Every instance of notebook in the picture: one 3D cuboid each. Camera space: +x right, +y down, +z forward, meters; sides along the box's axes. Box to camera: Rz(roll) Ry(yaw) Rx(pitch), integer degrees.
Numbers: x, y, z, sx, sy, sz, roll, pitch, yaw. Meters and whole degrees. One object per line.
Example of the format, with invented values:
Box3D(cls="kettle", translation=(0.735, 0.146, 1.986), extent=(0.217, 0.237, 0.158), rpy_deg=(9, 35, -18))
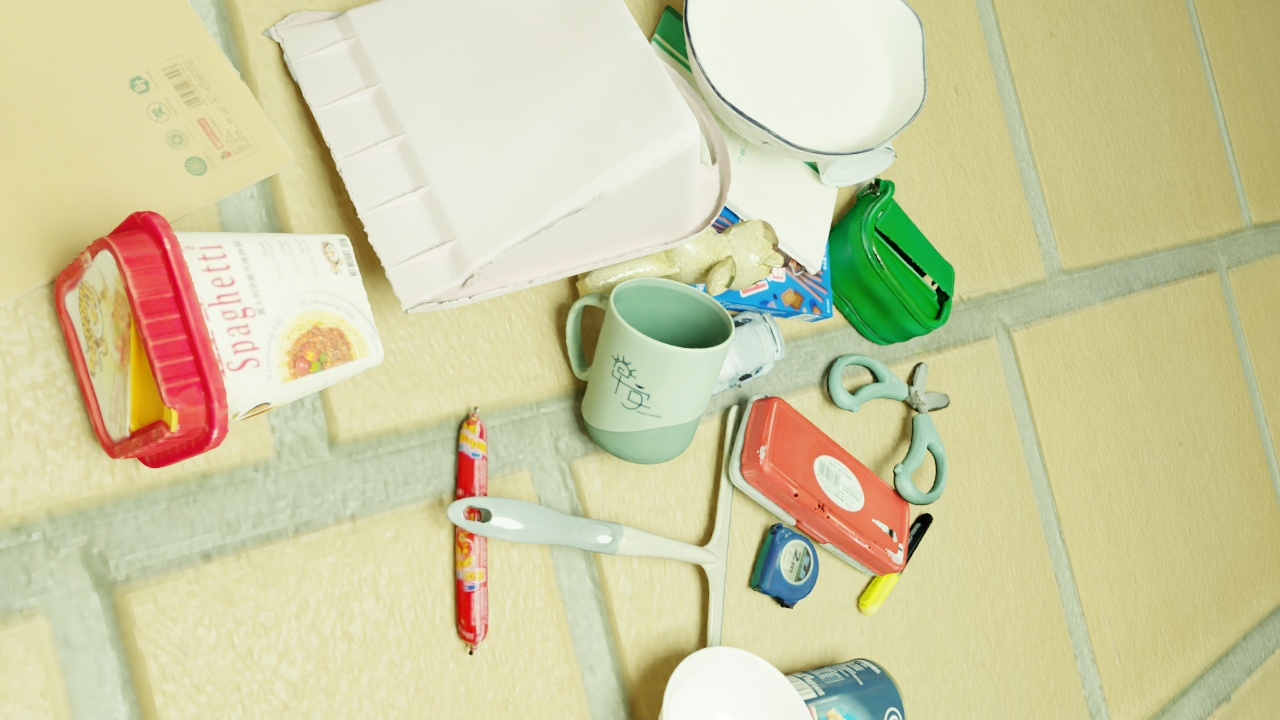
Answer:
Box3D(cls="notebook", translation=(-0.313, -0.127, 0.489), extent=(0.207, 0.008, 0.148), rpy_deg=(-40, 104, -34))
Box3D(cls="notebook", translation=(0.084, -0.184, 0.757), extent=(0.209, 0.012, 0.150), rpy_deg=(33, 54, -21))

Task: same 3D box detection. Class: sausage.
Box3D(cls="sausage", translation=(-0.107, 0.106, 0.582), extent=(0.020, 0.020, 0.155), rpy_deg=(5, 78, -35))

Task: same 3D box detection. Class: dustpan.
Box3D(cls="dustpan", translation=(-0.067, -0.145, 0.617), extent=(0.273, 0.139, 0.222), rpy_deg=(-23, 74, -7))

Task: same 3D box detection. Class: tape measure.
Box3D(cls="tape measure", translation=(0.114, 0.163, 0.723), extent=(0.054, 0.025, 0.058), rpy_deg=(33, 67, -28))

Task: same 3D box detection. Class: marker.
Box3D(cls="marker", translation=(0.225, 0.175, 0.803), extent=(0.123, 0.018, 0.015), rpy_deg=(-43, 111, -34))

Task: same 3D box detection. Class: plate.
Box3D(cls="plate", translation=(0.126, -0.244, 0.719), extent=(0.204, 0.046, 0.204), rpy_deg=(5, 71, -14))

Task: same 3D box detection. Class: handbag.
Box3D(cls="handbag", translation=(0.226, -0.087, 0.832), extent=(0.131, 0.068, 0.119), rpy_deg=(46, 51, -18))

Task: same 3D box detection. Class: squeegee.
Box3D(cls="squeegee", translation=(-0.014, 0.121, 0.618), extent=(0.246, 0.039, 0.246), rpy_deg=(19, 70, -36))

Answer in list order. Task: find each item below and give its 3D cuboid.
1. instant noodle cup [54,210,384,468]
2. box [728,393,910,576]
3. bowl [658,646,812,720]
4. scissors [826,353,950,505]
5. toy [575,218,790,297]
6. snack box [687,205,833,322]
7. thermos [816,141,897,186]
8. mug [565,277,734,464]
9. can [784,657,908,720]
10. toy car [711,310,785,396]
Box3D(cls="instant noodle cup", translation=(-0.214, -0.016, 0.480), extent=(0.124, 0.117, 0.116), rpy_deg=(-19, 91, -48))
Box3D(cls="box", translation=(0.148, 0.103, 0.747), extent=(0.201, 0.049, 0.086), rpy_deg=(36, 53, -30))
Box3D(cls="bowl", translation=(0.054, 0.259, 0.610), extent=(0.118, 0.065, 0.118), rpy_deg=(18, 42, -18))
Box3D(cls="scissors", translation=(0.239, 0.061, 0.815), extent=(0.173, 0.019, 0.177), rpy_deg=(2, 60, -39))
Box3D(cls="toy", translation=(0.028, -0.072, 0.668), extent=(0.157, 0.105, 0.066), rpy_deg=(-10, 131, -15))
Box3D(cls="snack box", translation=(0.094, -0.082, 0.756), extent=(0.157, 0.026, 0.084), rpy_deg=(5, 78, -35))
Box3D(cls="thermos", translation=(0.159, -0.261, 0.797), extent=(0.070, 0.070, 0.220), rpy_deg=(-2, 71, -36))
Box3D(cls="mug", translation=(-0.004, 0.004, 0.622), extent=(0.112, 0.107, 0.082), rpy_deg=(28, 37, 15))
Box3D(cls="can", translation=(0.134, 0.269, 0.684), extent=(0.111, 0.075, 0.075), rpy_deg=(2, 80, -35))
Box3D(cls="toy car", translation=(0.061, -0.003, 0.713), extent=(0.120, 0.037, 0.054), rpy_deg=(-21, 93, -33))
